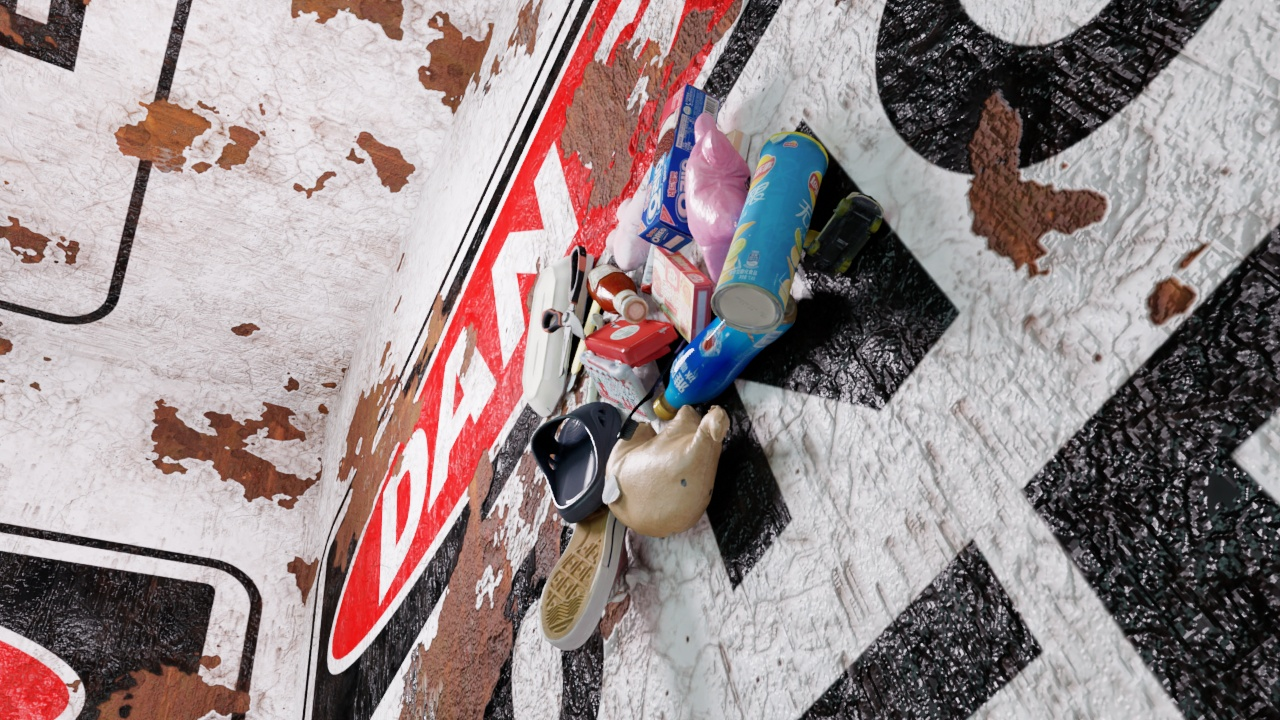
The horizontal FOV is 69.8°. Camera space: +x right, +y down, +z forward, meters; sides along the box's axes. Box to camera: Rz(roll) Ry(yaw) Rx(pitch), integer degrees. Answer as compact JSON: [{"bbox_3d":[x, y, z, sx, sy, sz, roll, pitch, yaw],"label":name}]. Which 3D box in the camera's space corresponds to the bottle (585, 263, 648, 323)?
[{"bbox_3d":[-0.029,-0.088,1.251,0.206,0.059,0.060,-132,62,-69],"label":"bottle"}]

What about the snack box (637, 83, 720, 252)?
[{"bbox_3d":[0.050,-0.240,1.144,0.058,0.057,0.207,-26,49,58],"label":"snack box"}]

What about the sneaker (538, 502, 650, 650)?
[{"bbox_3d":[-0.043,0.242,1.066,0.118,0.088,0.240,-26,26,29],"label":"sneaker"}]

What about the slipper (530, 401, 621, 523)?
[{"bbox_3d":[-0.085,0.107,1.173,0.111,0.083,0.267,-42,18,10],"label":"slipper"}]

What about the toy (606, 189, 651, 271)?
[{"bbox_3d":[-0.009,-0.188,1.305,0.121,0.054,0.159,-68,20,7],"label":"toy"}]

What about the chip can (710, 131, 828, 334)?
[{"bbox_3d":[0.129,-0.128,0.898,0.071,0.071,0.209,-36,28,53],"label":"chip can"}]

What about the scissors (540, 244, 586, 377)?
[{"bbox_3d":[-0.106,-0.076,1.340,0.225,0.015,0.189,27,98,66],"label":"scissors"}]

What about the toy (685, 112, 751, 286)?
[{"bbox_3d":[0.089,-0.169,1.025,0.178,0.074,0.195,-98,0,-62],"label":"toy"}]

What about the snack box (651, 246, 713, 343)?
[{"bbox_3d":[0.049,-0.083,1.122,0.153,0.025,0.075,-125,34,-60],"label":"snack box"}]

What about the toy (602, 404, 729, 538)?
[{"bbox_3d":[0.038,0.119,0.983,0.227,0.082,0.143,-26,63,54],"label":"toy"}]

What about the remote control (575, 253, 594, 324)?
[{"bbox_3d":[-0.100,-0.110,1.477,0.049,0.024,0.124,-25,54,63],"label":"remote control"}]

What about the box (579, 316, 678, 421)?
[{"bbox_3d":[-0.007,0.006,1.189,0.094,0.100,0.201,-31,15,-13],"label":"box"}]

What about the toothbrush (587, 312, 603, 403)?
[{"bbox_3d":[-0.069,0.019,1.340,0.020,0.029,0.189,-6,64,19],"label":"toothbrush"}]

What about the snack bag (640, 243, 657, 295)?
[{"bbox_3d":[0.024,-0.130,1.217,0.026,0.045,0.105,12,86,38],"label":"snack bag"}]

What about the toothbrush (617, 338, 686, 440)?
[{"bbox_3d":[0.022,0.026,1.065,0.188,0.017,0.014,-55,-8,-37],"label":"toothbrush"}]

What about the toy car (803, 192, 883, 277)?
[{"bbox_3d":[0.191,-0.120,0.862,0.091,0.042,0.035,-57,9,42],"label":"toy car"}]

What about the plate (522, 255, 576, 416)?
[{"bbox_3d":[-0.151,-0.042,1.490,0.162,0.034,0.265,176,103,-67],"label":"plate"}]

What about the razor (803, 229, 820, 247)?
[{"bbox_3d":[0.151,-0.125,0.970,0.133,0.028,0.043,8,78,63],"label":"razor"}]

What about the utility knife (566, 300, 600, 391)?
[{"bbox_3d":[-0.084,-0.037,1.404,0.178,0.019,0.031,-67,21,-3],"label":"utility knife"}]

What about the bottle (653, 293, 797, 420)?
[{"bbox_3d":[0.081,-0.003,0.989,0.219,0.065,0.065,-48,34,43],"label":"bottle"}]

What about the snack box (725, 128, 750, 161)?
[{"bbox_3d":[0.082,-0.232,1.178,0.157,0.026,0.084,-10,66,62],"label":"snack box"}]
